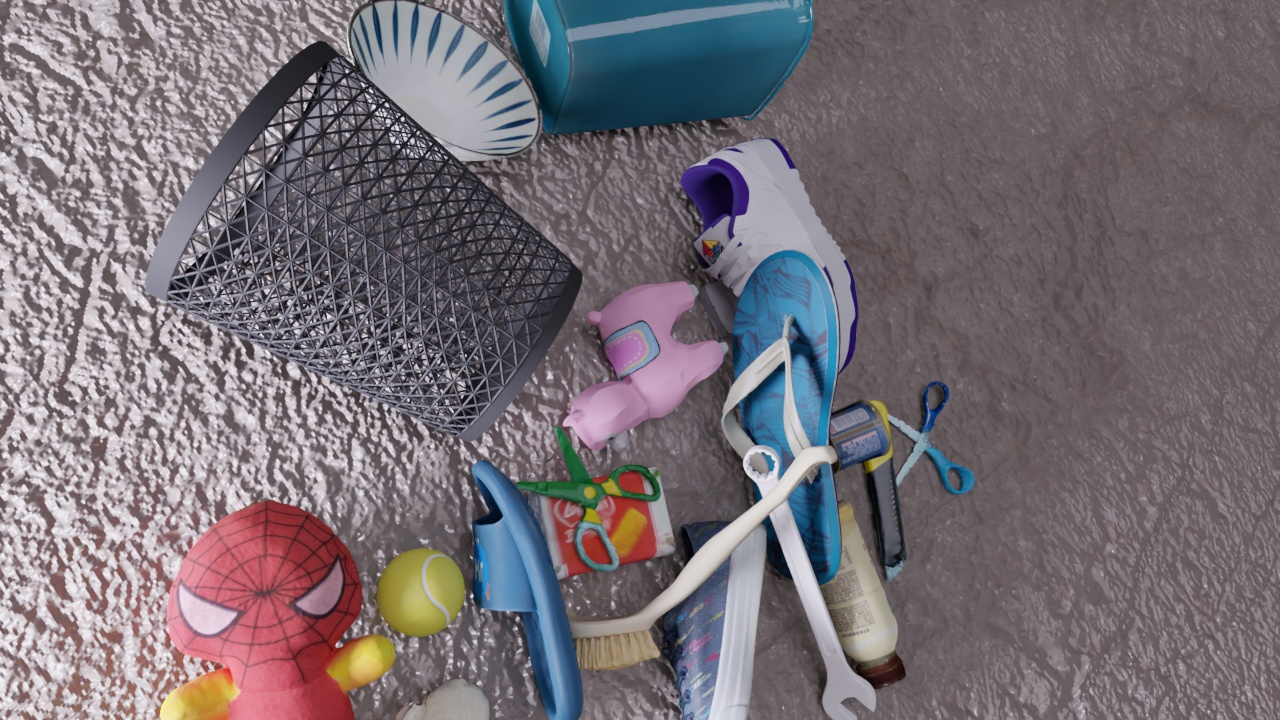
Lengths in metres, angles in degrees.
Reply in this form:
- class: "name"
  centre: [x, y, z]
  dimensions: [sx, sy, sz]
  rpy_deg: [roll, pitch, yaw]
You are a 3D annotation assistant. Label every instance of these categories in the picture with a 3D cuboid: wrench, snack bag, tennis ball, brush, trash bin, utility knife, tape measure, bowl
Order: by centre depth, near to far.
- class: "trash bin"
  centre: [-0.189, -0.071, 0.690]
  dimensions: [0.243, 0.217, 0.216]
  rpy_deg: [34, 65, -16]
- class: "tennis ball"
  centre: [-0.166, 0.175, 0.695]
  dimensions: [0.065, 0.065, 0.065]
  rpy_deg: [6, 73, -19]
- class: "brush"
  centre: [0.048, 0.157, 0.728]
  dimensions: [0.272, 0.062, 0.077]
  rpy_deg: [-39, 85, 5]
- class: "snack bag"
  centre: [-0.032, 0.137, 0.774]
  dimensions: [0.115, 0.036, 0.077]
  rpy_deg: [-8, 77, -23]
- class: "wrench"
  centre: [0.143, 0.195, 0.779]
  dimensions: [0.273, 0.047, 0.009]
  rpy_deg: [69, 23, -13]
- class: "bowl"
  centre: [-0.178, -0.223, 0.792]
  dimensions: [0.177, 0.071, 0.177]
  rpy_deg: [24, 44, -26]
- class: "trash bin"
  centre: [0.003, -0.320, 0.845]
  dimensions: [0.218, 0.197, 0.199]
  rpy_deg: [-17, 80, -18]
- class: "tape measure"
  centre: [0.094, -0.054, 0.887]
  dimensions: [0.060, 0.020, 0.062]
  rpy_deg: [-21, 83, -25]
- class: "utility knife"
  centre: [0.234, 0.125, 0.889]
  dimensions: [0.029, 0.020, 0.174]
  rpy_deg: [-3, 76, -5]

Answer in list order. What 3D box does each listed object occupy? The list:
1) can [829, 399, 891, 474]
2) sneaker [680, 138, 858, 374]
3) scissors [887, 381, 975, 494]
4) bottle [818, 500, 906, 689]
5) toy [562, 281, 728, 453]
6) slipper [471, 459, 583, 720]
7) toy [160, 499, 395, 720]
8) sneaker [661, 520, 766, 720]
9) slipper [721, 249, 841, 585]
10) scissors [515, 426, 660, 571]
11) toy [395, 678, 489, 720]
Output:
- class: "can"
  centre: [0.173, 0.076, 0.835]
  dimensions: [0.059, 0.100, 0.054]
  rpy_deg: [-18, 80, -24]
- class: "sneaker"
  centre: [0.111, -0.092, 0.846]
  dimensions: [0.111, 0.092, 0.244]
  rpy_deg: [-13, 74, -28]
- class: "scissors"
  centre: [0.291, 0.079, 0.929]
  dimensions: [0.127, 0.014, 0.132]
  rpy_deg: [32, 71, -5]
- class: "bottle"
  centre: [0.191, 0.210, 0.826]
  dimensions: [0.056, 0.057, 0.162]
  rpy_deg: [-16, 81, -24]
- class: "toy"
  centre: [-0.005, 0.004, 0.808]
  dimensions: [0.157, 0.067, 0.123]
  rpy_deg: [-27, 84, -21]
- class: "slipper"
  centre: [-0.095, 0.179, 0.704]
  dimensions: [0.059, 0.104, 0.213]
  rpy_deg: [-16, 85, -22]
- class: "toy"
  centre: [-0.253, 0.206, 0.636]
  dimensions: [0.147, 0.099, 0.216]
  rpy_deg: [-3, 77, -32]
- class: "sneaker"
  centre: [0.052, 0.244, 0.761]
  dimensions: [0.079, 0.088, 0.235]
  rpy_deg: [10, 65, 2]
- class: "slipper"
  centre: [0.116, 0.055, 0.788]
  dimensions: [0.060, 0.118, 0.295]
  rpy_deg: [-11, 98, -37]
- class: "scissors"
  centre: [-0.042, 0.116, 0.749]
  dimensions: [0.125, 0.011, 0.127]
  rpy_deg: [9, 71, -20]
- class: "toy"
  centre: [-0.147, 0.280, 0.678]
  dimensions: [0.112, 0.050, 0.087]
  rpy_deg: [43, 63, -28]
